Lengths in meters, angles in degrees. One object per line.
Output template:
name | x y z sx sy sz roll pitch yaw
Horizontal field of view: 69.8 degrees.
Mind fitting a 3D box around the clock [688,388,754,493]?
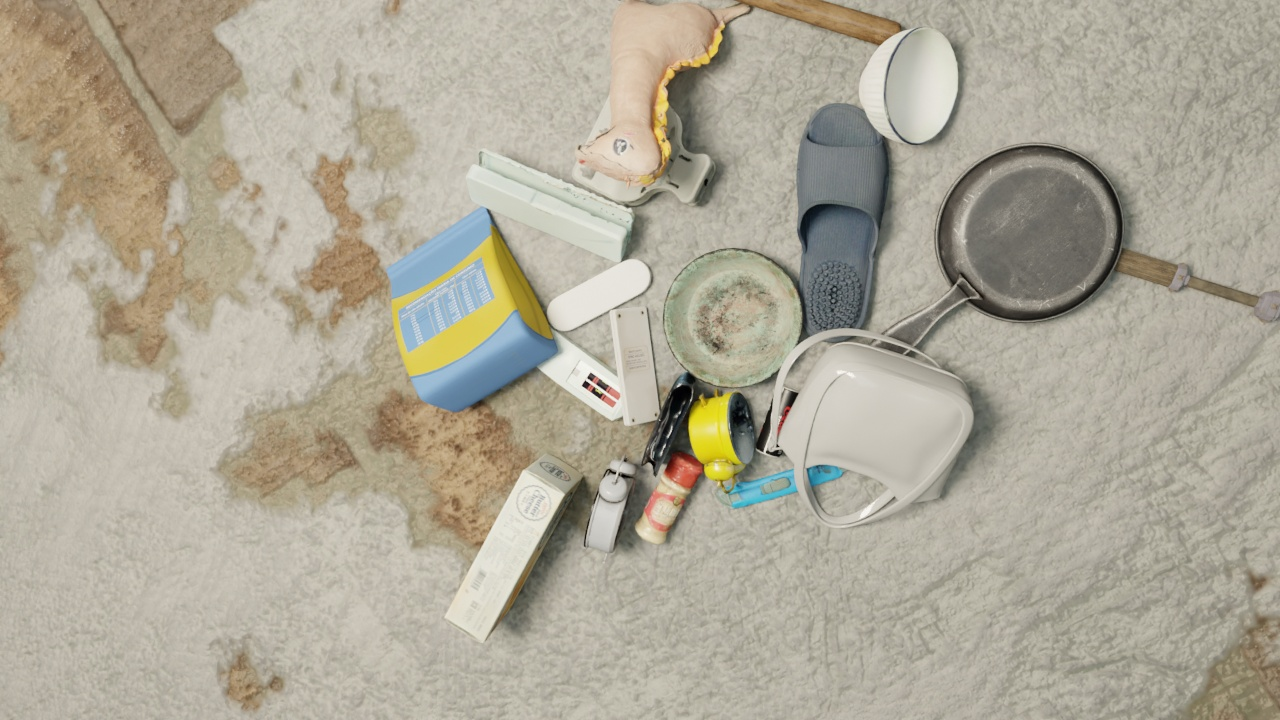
clock | 0.096 0.091 1.038 0.057 0.083 0.119 -9 93 24

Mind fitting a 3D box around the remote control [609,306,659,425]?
remote control | -0.006 0.006 1.073 0.011 0.050 0.136 -4 94 49

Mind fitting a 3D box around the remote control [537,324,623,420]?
remote control | -0.071 0.016 1.097 0.143 0.024 0.049 35 100 7

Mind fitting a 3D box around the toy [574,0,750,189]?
toy | 0.029 -0.294 0.975 0.196 0.065 0.263 -3 59 3

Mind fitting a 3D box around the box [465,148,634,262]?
box | -0.105 -0.175 1.065 0.199 0.065 0.083 22 138 6

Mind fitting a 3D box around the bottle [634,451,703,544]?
bottle | 0.033 0.162 1.078 0.044 0.044 0.109 29 100 8

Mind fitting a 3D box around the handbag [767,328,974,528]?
handbag | 0.235 0.089 1.007 0.216 0.095 0.223 19 121 2

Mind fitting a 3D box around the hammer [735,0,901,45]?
hammer | 0.128 -0.398 1.001 0.322 0.040 0.129 17 56 1

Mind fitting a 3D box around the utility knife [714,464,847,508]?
utility knife | 0.173 0.138 1.062 0.179 0.015 0.031 -20 96 11

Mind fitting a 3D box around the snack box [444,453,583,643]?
snack box | -0.148 0.219 1.088 0.057 0.104 0.208 30 99 5

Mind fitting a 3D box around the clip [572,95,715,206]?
clip | 0.014 -0.231 1.052 0.152 0.096 0.126 26 100 -4

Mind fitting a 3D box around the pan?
pan | 0.346 -0.077 0.981 0.357 0.055 0.187 -42 89 14

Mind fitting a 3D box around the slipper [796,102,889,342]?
slipper | 0.218 -0.149 0.998 0.101 0.082 0.263 3 95 9

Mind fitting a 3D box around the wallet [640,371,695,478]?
wallet | 0.032 0.070 1.048 0.026 0.089 0.115 23 97 3

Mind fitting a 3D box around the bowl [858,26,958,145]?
bowl | 0.275 -0.290 0.974 0.062 0.118 0.118 21 101 52

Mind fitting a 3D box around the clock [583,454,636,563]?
clock | -0.032 0.166 1.062 0.035 0.094 0.123 17 114 6

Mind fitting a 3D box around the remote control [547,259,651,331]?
remote control | -0.050 -0.077 1.091 0.137 0.013 0.043 -27 89 12

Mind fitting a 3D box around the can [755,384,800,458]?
can | 0.159 0.069 1.050 0.031 0.031 0.080 20 98 9

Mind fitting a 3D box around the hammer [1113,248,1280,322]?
hammer | 0.510 -0.101 0.969 0.317 0.028 0.147 20 100 10

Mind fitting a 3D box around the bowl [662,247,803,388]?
bowl | 0.106 -0.048 1.049 0.157 0.038 0.157 1 94 11

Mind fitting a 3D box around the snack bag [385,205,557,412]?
snack bag | -0.212 -0.066 1.090 0.159 0.102 0.205 -30 68 12
